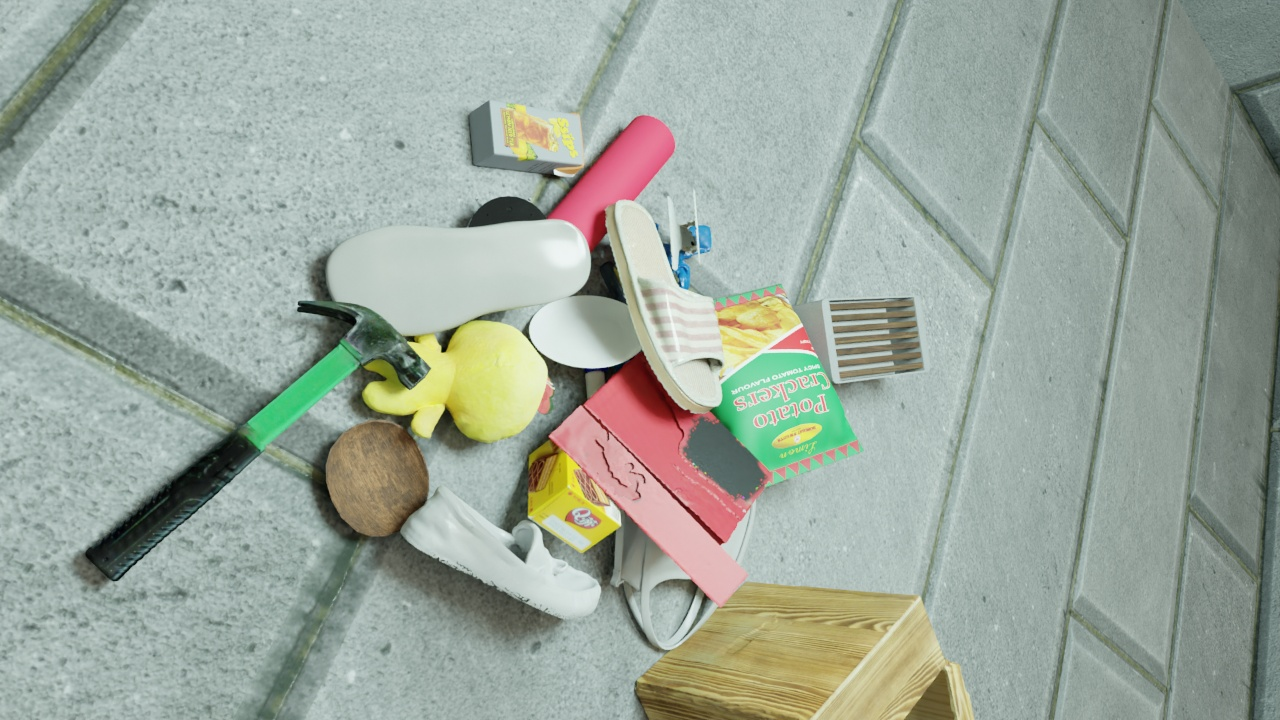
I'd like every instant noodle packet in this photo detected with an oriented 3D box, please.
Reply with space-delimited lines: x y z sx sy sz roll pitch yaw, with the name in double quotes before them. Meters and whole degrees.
"instant noodle packet" 0.156 0.029 1.177 0.195 0.091 0.252 -15 72 -26

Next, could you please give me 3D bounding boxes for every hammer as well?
"hammer" -0.346 0.067 0.820 0.130 0.032 0.317 46 64 -6

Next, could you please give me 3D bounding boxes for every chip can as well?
"chip can" -0.038 -0.209 1.114 0.069 0.069 0.220 50 56 -22

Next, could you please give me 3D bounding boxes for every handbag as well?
"handbag" 0.037 0.239 1.119 0.215 0.096 0.222 14 87 -35

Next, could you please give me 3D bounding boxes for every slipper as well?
"slipper" 0.034 -0.069 1.023 0.114 0.052 0.262 0 64 -53
"slipper" -0.188 -0.094 0.959 0.265 0.081 0.113 -12 102 -16
"slipper" -0.133 0.202 0.954 0.075 0.112 0.246 -48 125 6

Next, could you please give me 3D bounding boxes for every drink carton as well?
"drink carton" -0.129 -0.255 1.060 0.124 0.049 0.076 -2 84 -39

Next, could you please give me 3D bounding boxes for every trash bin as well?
"trash bin" 0.298 -0.026 1.329 0.228 0.115 0.114 -5 86 -39

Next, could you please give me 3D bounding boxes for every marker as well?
"marker" -0.049 0.050 1.093 0.027 0.023 0.133 -4 85 -23

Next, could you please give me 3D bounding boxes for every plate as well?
"plate" -0.059 -0.031 1.049 0.134 0.134 0.011 -34 143 -37

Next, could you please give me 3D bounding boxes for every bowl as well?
"bowl" -0.263 0.116 0.908 0.101 0.026 0.114 -26 100 -38

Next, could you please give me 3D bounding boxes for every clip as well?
"clip" 0.060 -0.156 1.134 0.052 0.058 0.102 6 69 -23

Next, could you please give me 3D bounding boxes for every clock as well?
"clock" -0.147 -0.121 1.019 0.094 0.035 0.122 -3 92 -20

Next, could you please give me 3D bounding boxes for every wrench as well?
"wrench" 0.026 -0.006 1.155 0.273 0.022 0.073 58 25 -13

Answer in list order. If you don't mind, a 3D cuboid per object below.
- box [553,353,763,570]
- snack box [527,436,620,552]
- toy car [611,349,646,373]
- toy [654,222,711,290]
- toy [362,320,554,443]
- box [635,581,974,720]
"box" 0.007 0.129 1.049 0.213 0.154 0.164 43 41 1
"snack box" -0.073 0.141 1.006 0.083 0.061 0.105 41 22 -28
"toy car" -0.007 0.007 1.120 0.043 0.056 0.120 -37 104 -30
"toy" 0.022 -0.128 1.153 0.176 0.071 0.112 6 81 -49
"toy" -0.182 0.018 0.952 0.207 0.092 0.133 -1 71 -19
"box" 0.233 0.453 1.100 0.285 0.280 0.334 -33 102 -37
